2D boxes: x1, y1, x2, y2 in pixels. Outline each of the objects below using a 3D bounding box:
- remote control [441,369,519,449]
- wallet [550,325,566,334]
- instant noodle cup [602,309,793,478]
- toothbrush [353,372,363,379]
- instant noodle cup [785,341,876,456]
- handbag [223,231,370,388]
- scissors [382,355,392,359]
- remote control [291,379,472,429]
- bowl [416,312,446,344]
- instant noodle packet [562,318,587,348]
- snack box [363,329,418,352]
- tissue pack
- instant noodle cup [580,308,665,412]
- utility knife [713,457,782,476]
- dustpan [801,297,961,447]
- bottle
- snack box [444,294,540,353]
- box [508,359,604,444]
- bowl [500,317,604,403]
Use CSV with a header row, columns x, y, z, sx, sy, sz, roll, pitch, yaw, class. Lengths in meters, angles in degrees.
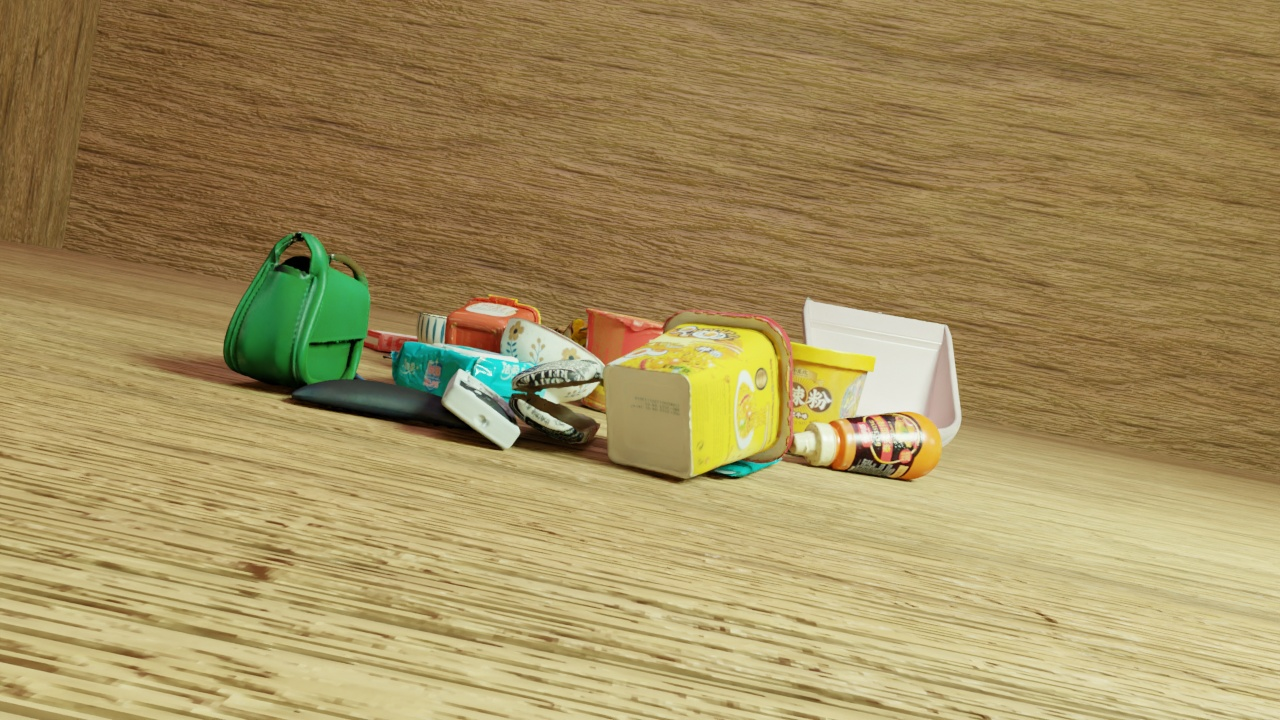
x,y,z,sx,sy,sz,roll,pitch,yaw,class
-0.119,0.033,0.690,0.058,0.021,0.150,37,-3,-11,remote control
-0.118,-0.008,1.195,0.132,0.031,0.107,-28,-21,36,wallet
0.040,0.028,0.680,0.116,0.116,0.123,8,17,36,instant noodle cup
-0.239,0.023,0.810,0.014,0.016,0.190,21,-3,-42,toothbrush
0.178,0.041,0.969,0.118,0.114,0.118,11,3,-1,instant noodle cup
-0.269,-0.036,0.737,0.068,0.120,0.131,13,-5,4,handbag
-0.202,0.014,1.043,0.221,0.022,0.233,11,3,4,scissors
-0.189,0.029,0.686,0.136,0.024,0.053,10,1,-8,remote control
-0.236,-0.020,1.195,0.116,0.066,0.116,11,2,-1,bowl
-0.050,0.000,1.141,0.128,0.111,0.044,10,38,-34,instant noodle packet
-0.317,-0.020,1.331,0.152,0.025,0.075,9,2,-36,snack box
-0.166,0.013,0.880,0.134,0.050,0.093,12,3,39,tissue pack
-0.006,0.006,1.042,0.138,0.108,0.138,12,4,-1,instant noodle cup
0.088,0.084,0.749,0.029,0.013,0.166,6,1,20,utility knife
0.338,0.016,1.267,0.222,0.272,0.139,8,-23,1,dustpan
0.211,0.081,0.880,0.149,0.067,0.067,2,5,-17,bottle
-0.166,-0.027,1.014,0.091,0.082,0.080,11,14,18,snack box
-0.061,0.018,0.719,0.075,0.082,0.163,21,1,5,box
-0.098,0.010,0.943,0.113,0.062,0.113,27,-11,5,bowl
